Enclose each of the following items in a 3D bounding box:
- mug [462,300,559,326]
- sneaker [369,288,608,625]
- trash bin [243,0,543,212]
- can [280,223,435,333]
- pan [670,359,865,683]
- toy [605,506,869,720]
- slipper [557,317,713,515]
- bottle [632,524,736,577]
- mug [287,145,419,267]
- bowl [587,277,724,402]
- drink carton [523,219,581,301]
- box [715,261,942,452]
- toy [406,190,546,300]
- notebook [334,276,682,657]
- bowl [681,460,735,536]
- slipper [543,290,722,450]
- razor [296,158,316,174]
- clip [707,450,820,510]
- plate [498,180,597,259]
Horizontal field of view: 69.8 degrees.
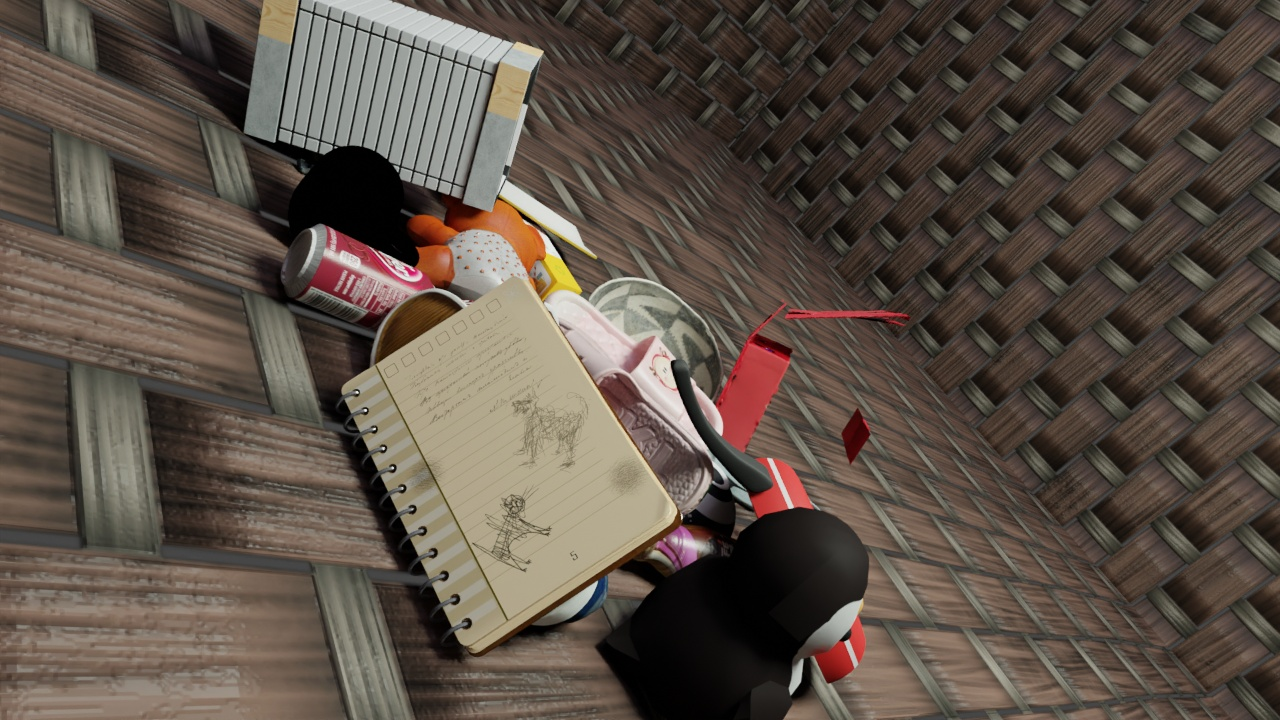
[{"bbox_3d":[-0.122,0.002,0.783,0.090,0.105,0.073,2,8,13],"label":"mug"},{"bbox_3d":[-0.104,0.071,0.700,0.294,0.120,0.127,56,0,26],"label":"sneaker"},{"bbox_3d":[-0.243,-0.275,0.930,0.247,0.143,0.142,17,25,-9],"label":"trash bin"},{"bbox_3d":[-0.229,-0.062,0.752,0.114,0.063,0.063,26,26,-40],"label":"can"},{"bbox_3d":[0.116,0.131,0.805,0.208,0.067,0.356,-105,171,-59],"label":"pan"},{"bbox_3d":[0.080,0.180,0.671,0.140,0.184,0.159,32,22,-26],"label":"toy"},{"bbox_3d":[-0.040,0.046,0.806,0.239,0.094,0.064,40,3,24],"label":"slipper"},{"bbox_3d":[0.040,0.170,0.802,0.166,0.060,0.059,29,24,-35],"label":"bottle"},{"bbox_3d":[-0.248,-0.124,0.819,0.121,0.085,0.094,42,20,-22],"label":"mug"},{"bbox_3d":[0.000,0.000,1.025,0.178,0.081,0.178,19,50,-25],"label":"bowl"},{"bbox_3d":[-0.123,-0.104,1.054,0.040,0.059,0.122,19,31,-49],"label":"drink carton"},{"bbox_3d":[0.185,-0.024,1.071,0.121,0.319,0.210,49,10,3],"label":"box"},{"bbox_3d":[-0.164,-0.102,0.943,0.163,0.093,0.172,31,35,-24],"label":"toy"},{"bbox_3d":[-0.099,0.062,0.615,0.225,0.167,0.024,55,-5,30],"label":"notebook"},{"bbox_3d":[0.049,0.130,0.893,0.120,0.066,0.120,37,20,-17],"label":"bowl"},{"bbox_3d":[-0.005,0.005,0.909,0.221,0.056,0.106,40,31,-2],"label":"slipper"},{"bbox_3d":[-0.281,-0.148,0.894,0.144,0.022,0.042,50,22,18],"label":"razor"},{"bbox_3d":[0.141,0.142,0.965,0.159,0.030,0.174,19,-15,36],"label":"clip"},{"bbox_3d":[-0.147,-0.201,1.167,0.230,0.021,0.229,33,5,-4],"label":"plate"}]
